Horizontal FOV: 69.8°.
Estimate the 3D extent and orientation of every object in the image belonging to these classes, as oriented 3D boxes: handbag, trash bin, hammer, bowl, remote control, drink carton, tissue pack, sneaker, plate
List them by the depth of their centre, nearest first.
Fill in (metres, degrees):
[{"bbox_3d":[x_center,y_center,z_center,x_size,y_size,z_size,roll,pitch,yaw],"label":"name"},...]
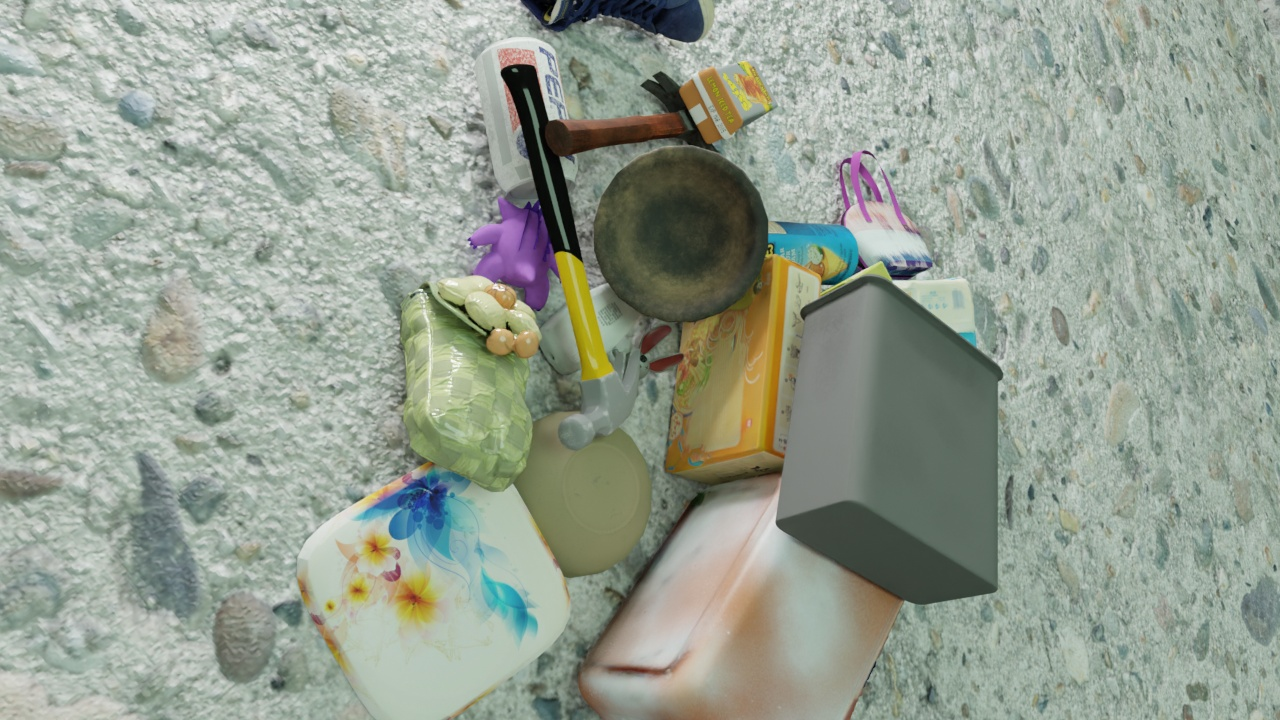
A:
[{"bbox_3d":[-0.156,0.181,0.730,0.186,0.016,0.187,-31,95,-26],"label":"plate"},{"bbox_3d":[-0.127,0.006,0.738,0.113,0.117,0.186,22,35,-33],"label":"handbag"},{"bbox_3d":[0.221,0.070,0.795,0.191,0.098,0.219,32,53,-24],"label":"trash bin"},{"bbox_3d":[-0.064,-0.093,0.797,0.126,0.029,0.323,-26,105,-59],"label":"hammer"},{"bbox_3d":[0.089,0.235,0.811,0.157,0.182,0.259,48,57,-13],"label":"trash bin"},{"bbox_3d":[-0.048,0.117,0.824,0.152,0.051,0.152,10,72,-33],"label":"bowl"},{"bbox_3d":[0.040,-0.118,0.868,0.070,0.162,0.162,-33,100,-80],"label":"bowl"},{"bbox_3d":[-0.047,-0.034,0.878,0.114,0.028,0.060,-42,102,-35],"label":"remote control"},{"bbox_3d":[-0.005,-0.224,0.889,0.111,0.028,0.299,62,30,-2],"label":"hammer"},{"bbox_3d":[-0.030,-0.370,0.938,0.233,0.092,0.118,31,57,-24],"label":"sneaker"},{"bbox_3d":[0.099,-0.288,1.011,0.076,0.049,0.124,61,34,-7],"label":"drink carton"},{"bbox_3d":[0.344,-0.042,1.128,0.208,0.066,0.117,-7,89,-37],"label":"tissue pack"},{"bbox_3d":[0.291,-0.180,1.141,0.144,0.068,0.169,-3,73,-36],"label":"handbag"}]

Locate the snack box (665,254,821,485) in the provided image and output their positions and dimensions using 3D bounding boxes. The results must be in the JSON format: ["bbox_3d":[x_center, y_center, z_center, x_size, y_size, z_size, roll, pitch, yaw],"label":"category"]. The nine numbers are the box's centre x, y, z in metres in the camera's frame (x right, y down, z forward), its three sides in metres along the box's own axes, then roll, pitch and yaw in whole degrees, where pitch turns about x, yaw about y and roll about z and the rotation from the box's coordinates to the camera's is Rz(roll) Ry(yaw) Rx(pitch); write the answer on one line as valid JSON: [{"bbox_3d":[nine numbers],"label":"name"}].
[{"bbox_3d":[0.105,0.016,0.900,0.080,0.145,0.195,20,66,-29],"label":"snack box"}]

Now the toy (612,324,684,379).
[{"bbox_3d":[-0.005,0.005,0.896,0.111,0.030,0.049,-32,102,-38],"label":"toy"}]

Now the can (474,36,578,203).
[{"bbox_3d":[-0.105,-0.222,0.855,0.078,0.078,0.136,-7,82,-36],"label":"can"}]

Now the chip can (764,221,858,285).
[{"bbox_3d":[0.134,-0.118,0.998,0.229,0.080,0.079,-3,79,-36],"label":"chip can"}]

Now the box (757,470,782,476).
[{"bbox_3d":[0.140,0.043,0.978,0.060,0.058,0.186,-9,80,-4],"label":"box"}]

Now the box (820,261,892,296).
[{"bbox_3d":[0.257,0.017,1.010,0.082,0.125,0.221,-28,91,-40],"label":"box"}]

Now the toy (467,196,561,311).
[{"bbox_3d":[-0.105,-0.100,0.836,0.106,0.056,0.088,20,69,-30],"label":"toy"}]
